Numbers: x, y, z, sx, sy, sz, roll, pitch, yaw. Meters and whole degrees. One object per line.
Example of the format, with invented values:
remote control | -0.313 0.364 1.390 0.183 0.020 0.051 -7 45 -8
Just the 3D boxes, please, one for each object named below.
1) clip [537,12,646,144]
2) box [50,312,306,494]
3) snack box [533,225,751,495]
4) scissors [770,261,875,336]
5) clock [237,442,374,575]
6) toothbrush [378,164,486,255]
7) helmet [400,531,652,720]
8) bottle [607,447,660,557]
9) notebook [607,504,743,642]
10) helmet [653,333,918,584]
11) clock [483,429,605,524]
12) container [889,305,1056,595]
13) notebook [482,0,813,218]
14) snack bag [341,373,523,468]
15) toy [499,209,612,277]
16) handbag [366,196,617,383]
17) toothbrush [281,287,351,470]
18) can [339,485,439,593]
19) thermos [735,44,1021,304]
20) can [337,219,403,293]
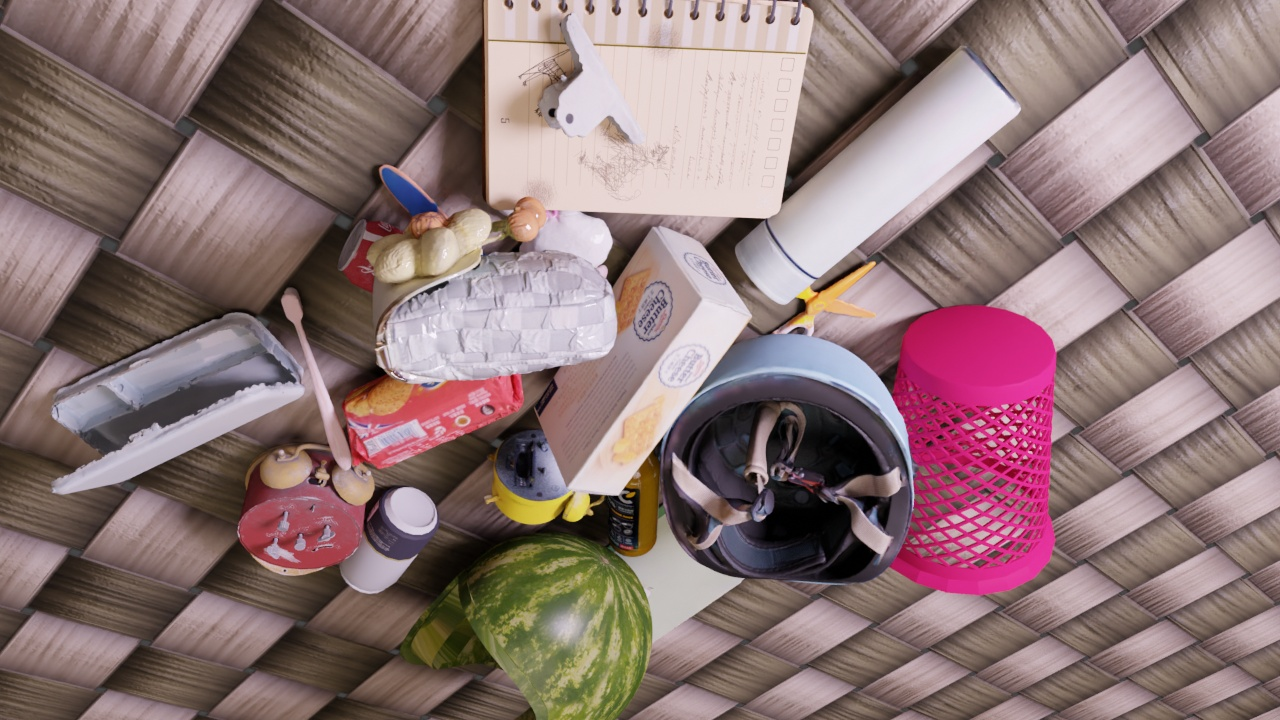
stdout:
clip | -0.041 -0.176 0.621 0.054 0.038 0.101 -41 123 -10
box | -0.388 0.058 0.768 0.217 0.109 0.108 -23 136 12
snack box | -0.005 0.004 0.761 0.057 0.104 0.208 15 121 -36
scissors | 0.155 -0.048 0.826 0.125 0.011 0.129 12 131 -18
clock | -0.314 0.137 0.868 0.117 0.081 0.159 17 127 -24
toothbrush | -0.153 -0.104 0.718 0.022 0.017 0.135 -33 129 17
helmet | -0.102 0.292 0.954 0.242 0.213 0.248 3 128 -45
bottle | -0.007 0.124 0.927 0.053 0.053 0.186 -4 133 -6
notebook | 0.018 0.260 1.087 0.182 0.010 0.253 31 120 -32
helmet | 0.128 0.076 0.826 0.226 0.166 0.266 2 134 10
clock | -0.090 0.114 0.886 0.118 0.083 0.057 7 136 -13
container | 0.309 0.076 0.868 0.183 0.183 0.226 -9 126 -1
notebook | 0.002 -0.182 0.650 0.225 0.024 0.168 0 123 -10
snack bag | -0.179 0.036 0.802 0.176 0.082 0.082 -23 132 12
toy | -0.061 -0.094 0.727 0.076 0.037 0.125 -19 123 7
handbag | -0.105 -0.053 0.657 0.171 0.112 0.123 -5 113 -14
toothbrush | -0.275 0.021 0.787 0.015 0.018 0.181 -12 121 -8
can | -0.259 0.186 0.934 0.064 0.064 0.128 23 125 -27
thermos | 0.177 -0.137 0.711 0.068 0.067 0.231 31 121 -32
can | -0.182 -0.069 0.720 0.096 0.054 0.054 27 123 -29
